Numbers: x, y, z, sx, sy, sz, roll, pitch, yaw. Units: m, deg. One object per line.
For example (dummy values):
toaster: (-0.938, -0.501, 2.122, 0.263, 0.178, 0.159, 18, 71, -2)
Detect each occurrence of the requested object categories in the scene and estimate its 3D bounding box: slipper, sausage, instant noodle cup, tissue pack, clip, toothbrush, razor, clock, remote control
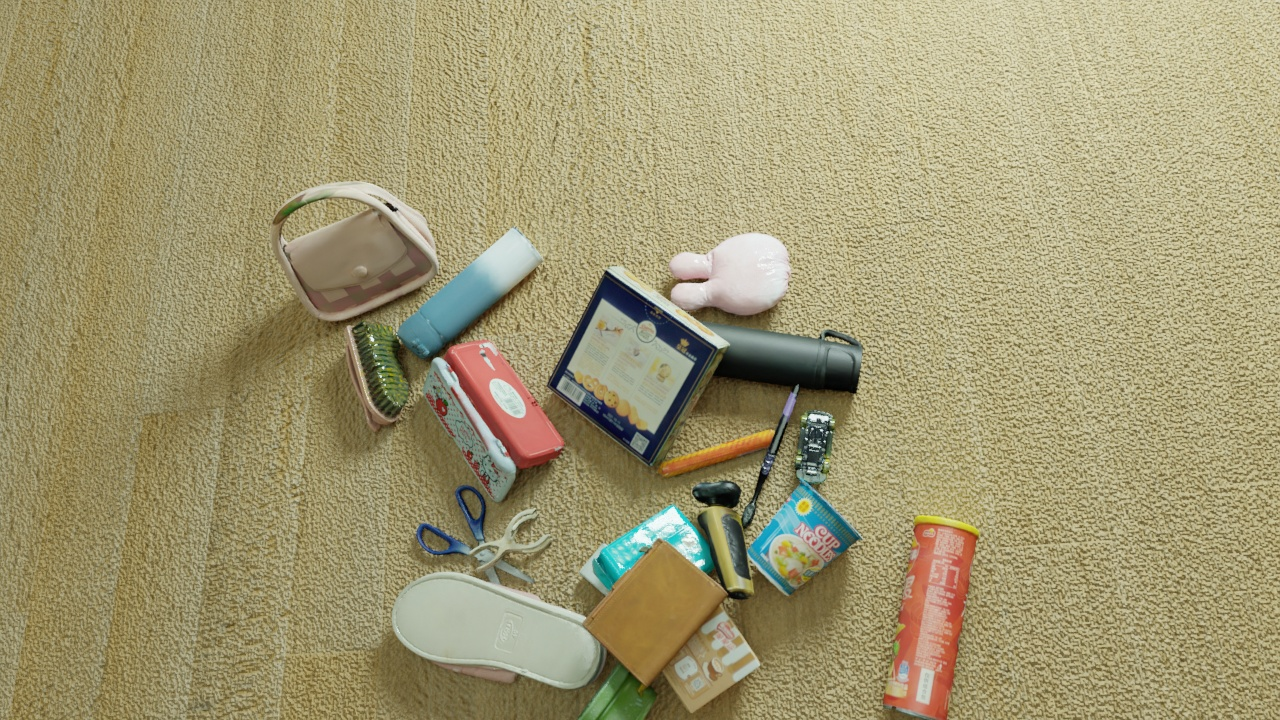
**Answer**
slipper: (-0.168, 0.322, 1.090, 0.275, 0.054, 0.114, 8, 78, 17)
sausage: (0.097, 0.116, 1.143, 0.165, 0.021, 0.021, -17, 68, 3)
instant noodle cup: (0.183, 0.210, 1.060, 0.110, 0.099, 0.099, -46, 69, -1)
tissue pack: (0.021, 0.236, 1.080, 0.133, 0.050, 0.093, -29, 63, -26)
clip: (-0.163, 0.213, 1.138, 0.104, 0.035, 0.086, -10, 68, 0)
toothbrush: (0.158, 0.116, 1.117, 0.014, 0.016, 0.189, 20, 86, 17)
razor: (0.101, 0.203, 1.053, 0.062, 0.068, 0.167, 21, 32, -22)
clock: (-0.043, 0.406, 1.009, 0.056, 0.116, 0.161, 36, 76, 9)
remote control: (-0.012, 0.276, 1.101, 0.125, 0.024, 0.049, 36, 78, 20)

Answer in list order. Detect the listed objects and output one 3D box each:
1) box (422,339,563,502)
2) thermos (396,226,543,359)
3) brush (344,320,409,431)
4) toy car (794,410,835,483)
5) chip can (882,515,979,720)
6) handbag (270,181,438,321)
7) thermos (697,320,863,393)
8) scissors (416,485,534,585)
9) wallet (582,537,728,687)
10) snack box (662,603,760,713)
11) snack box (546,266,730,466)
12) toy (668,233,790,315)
box: (-0.195, 0.076, 1.200, 0.094, 0.100, 0.201, -16, 59, -41)
thermos: (-0.235, -0.090, 1.256, 0.220, 0.070, 0.070, -41, 69, -7)
brush: (-0.358, 0.021, 1.240, 0.073, 0.063, 0.145, -32, 67, 28)
toy car: (0.212, 0.106, 1.119, 0.043, 0.036, 0.091, 7, 72, 13)
chip can: (0.322, 0.284, 1.014, 0.073, 0.073, 0.216, 11, 71, 13)
handbag: (-0.392, -0.159, 1.215, 0.193, 0.234, 0.093, -23, 66, 0)
thermos: (0.156, -0.012, 1.165, 0.243, 0.069, 0.089, 8, 44, 11)
scissors: (-0.206, 0.231, 1.158, 0.162, 0.012, 0.162, 4, 71, 9)
wallet: (0.009, 0.265, 0.995, 0.130, 0.035, 0.119, -46, 53, -13)
snack box: (0.066, 0.321, 1.030, 0.094, 0.077, 0.093, -34, 85, -4)
snack box: (-0.007, 0.007, 1.143, 0.178, 0.045, 0.183, 37, 111, 20)
toy: (0.117, -0.113, 1.208, 0.159, 0.054, 0.121, -5, 62, 7)
